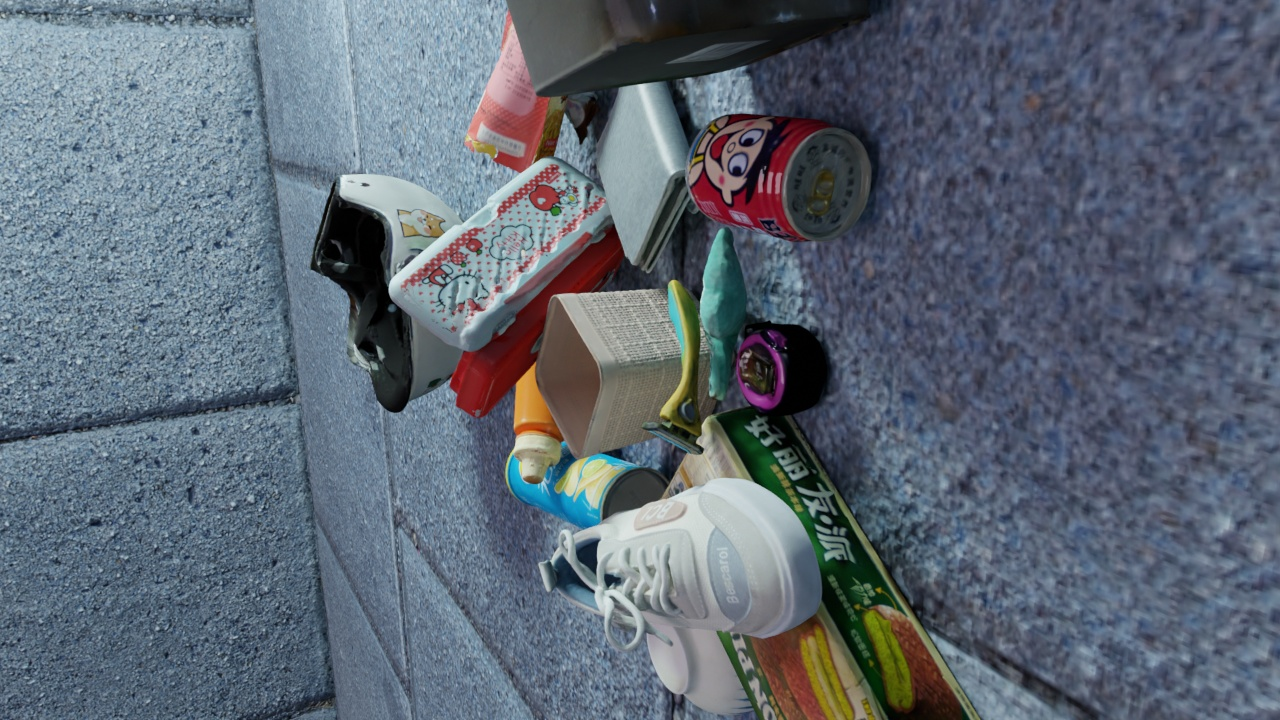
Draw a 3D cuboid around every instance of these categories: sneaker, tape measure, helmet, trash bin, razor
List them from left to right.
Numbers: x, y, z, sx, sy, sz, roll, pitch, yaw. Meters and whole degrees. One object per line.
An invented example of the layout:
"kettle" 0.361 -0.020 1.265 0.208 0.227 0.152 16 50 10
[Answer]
"helmet" -0.263 -0.089 1.066 0.274 0.156 0.231 63 146 11
"sneaker" 0.008 0.125 0.558 0.243 0.090 0.089 -21 79 62
"trash bin" 0.010 -0.269 0.481 0.199 0.198 0.220 8 113 63
"razor" 0.025 -0.004 0.591 0.028 0.043 0.132 -35 39 39
"tape measure" 0.085 0.006 0.567 0.058 0.039 0.057 27 121 57

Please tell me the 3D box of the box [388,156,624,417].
"box" -0.097 -0.061 0.702 0.100 0.200 0.095 36 142 5

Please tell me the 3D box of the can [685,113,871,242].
"can" 0.077 -0.104 0.520 0.094 0.066 0.066 29 123 56

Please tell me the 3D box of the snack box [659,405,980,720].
"snack box" 0.097 0.153 0.564 0.240 0.063 0.115 61 147 32

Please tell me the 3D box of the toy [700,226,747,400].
"toy" 0.053 -0.026 0.589 0.092 0.030 0.096 58 -142 -73

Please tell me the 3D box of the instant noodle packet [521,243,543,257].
"instant noodle packet" -0.088 -0.100 0.825 0.128 0.044 0.111 -140 46 -79

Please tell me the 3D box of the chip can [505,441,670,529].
"chip can" -0.050 0.113 0.820 0.210 0.071 0.071 5 103 61

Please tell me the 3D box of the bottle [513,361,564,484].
"bottle" -0.085 0.039 0.817 0.067 0.066 0.149 132 149 -56

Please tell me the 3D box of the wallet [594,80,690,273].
"wallet" 0.004 -0.143 0.670 0.107 0.037 0.129 118 145 -48

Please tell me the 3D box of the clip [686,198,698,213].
"clip" 0.047 -0.123 0.621 0.026 0.037 0.058 63 148 26

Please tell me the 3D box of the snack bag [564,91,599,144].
"snack bag" -0.060 -0.236 0.777 0.045 0.026 0.105 -49 58 49

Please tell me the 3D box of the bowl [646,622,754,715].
"bowl" 0.047 0.204 0.671 0.116 0.066 0.116 29 124 56

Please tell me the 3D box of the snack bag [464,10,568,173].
"snack bag" -0.083 -0.260 0.732 0.128 0.073 0.208 50 129 47

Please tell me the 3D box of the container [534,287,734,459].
"container" -0.004 0.004 0.655 0.090 0.110 0.090 57 144 37
